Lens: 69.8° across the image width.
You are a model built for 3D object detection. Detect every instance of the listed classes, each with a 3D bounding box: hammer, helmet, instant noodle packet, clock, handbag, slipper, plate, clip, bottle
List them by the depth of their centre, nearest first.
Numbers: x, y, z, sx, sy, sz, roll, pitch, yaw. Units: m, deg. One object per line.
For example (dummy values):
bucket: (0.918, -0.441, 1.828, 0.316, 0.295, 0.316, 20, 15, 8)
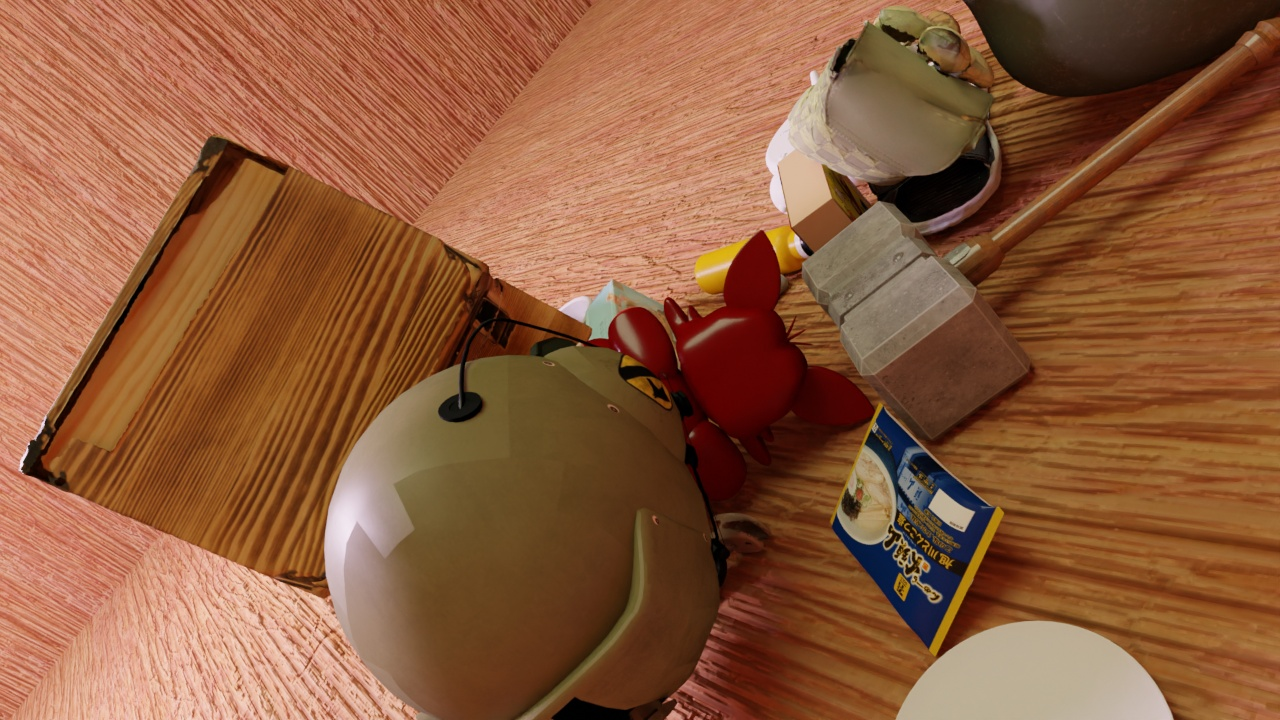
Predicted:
plate: (0.169, 0.179, 0.407, 0.135, 0.011, 0.134, -37, 26, 22)
instant noodle packet: (0.152, 0.090, 0.524, 0.134, 0.026, 0.087, -121, 46, -65)
helmet: (-0.062, 0.120, 0.554, 0.250, 0.255, 0.232, -44, 21, 10)
hammer: (0.266, -0.103, 0.588, 0.318, 0.083, 0.162, -39, 25, 16)
helmet: (0.329, -0.263, 0.612, 0.268, 0.154, 0.226, -19, 8, 7)
clip: (0.065, 0.124, 0.648, 0.049, 0.025, 0.061, -45, 23, 7)
handbag: (0.180, -0.196, 0.672, 0.117, 0.113, 0.186, -60, 5, 1)
slipper: (0.248, -0.201, 0.792, 0.111, 0.063, 0.263, -27, 29, 39)
bottle: (0.114, -0.098, 0.875, 0.144, 0.043, 0.043, -14, 41, 51)
clock: (0.183, -0.222, 0.912, 0.126, 0.073, 0.160, -26, 32, 39)

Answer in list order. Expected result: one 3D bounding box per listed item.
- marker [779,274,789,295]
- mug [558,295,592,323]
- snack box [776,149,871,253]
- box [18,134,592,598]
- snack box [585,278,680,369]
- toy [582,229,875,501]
marker: (0.084, -0.025, 0.848, 0.140, 0.016, 0.016, -46, 24, 2)
mug: (-0.043, -0.014, 0.951, 0.121, 0.090, 0.091, -44, 24, 8)
snack box: (0.164, -0.123, 0.777, 0.040, 0.088, 0.125, -36, 27, 24)
box: (-0.255, 0.028, 0.747, 0.278, 0.336, 0.287, -65, 19, -14)
snack box: (-0.005, 0.005, 0.841, 0.053, 0.075, 0.174, -50, 28, 30)
toy: (0.048, 0.020, 0.682, 0.197, 0.158, 0.120, -32, -4, 19)
